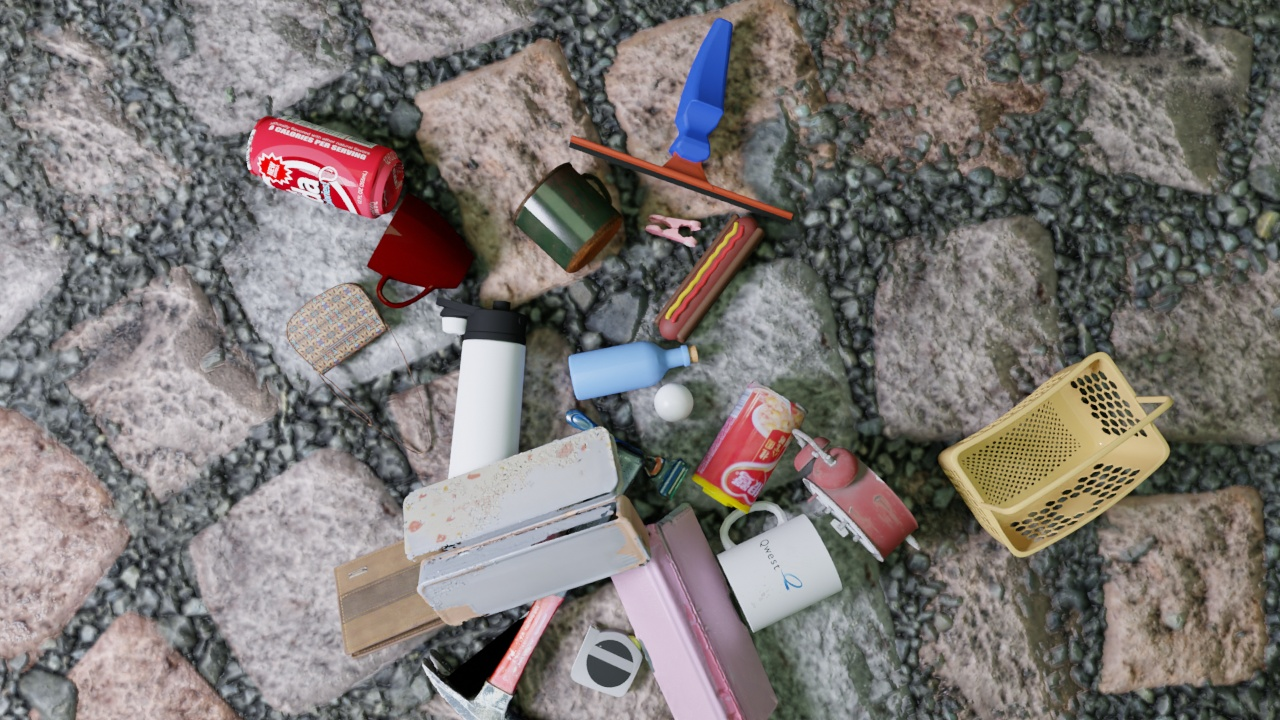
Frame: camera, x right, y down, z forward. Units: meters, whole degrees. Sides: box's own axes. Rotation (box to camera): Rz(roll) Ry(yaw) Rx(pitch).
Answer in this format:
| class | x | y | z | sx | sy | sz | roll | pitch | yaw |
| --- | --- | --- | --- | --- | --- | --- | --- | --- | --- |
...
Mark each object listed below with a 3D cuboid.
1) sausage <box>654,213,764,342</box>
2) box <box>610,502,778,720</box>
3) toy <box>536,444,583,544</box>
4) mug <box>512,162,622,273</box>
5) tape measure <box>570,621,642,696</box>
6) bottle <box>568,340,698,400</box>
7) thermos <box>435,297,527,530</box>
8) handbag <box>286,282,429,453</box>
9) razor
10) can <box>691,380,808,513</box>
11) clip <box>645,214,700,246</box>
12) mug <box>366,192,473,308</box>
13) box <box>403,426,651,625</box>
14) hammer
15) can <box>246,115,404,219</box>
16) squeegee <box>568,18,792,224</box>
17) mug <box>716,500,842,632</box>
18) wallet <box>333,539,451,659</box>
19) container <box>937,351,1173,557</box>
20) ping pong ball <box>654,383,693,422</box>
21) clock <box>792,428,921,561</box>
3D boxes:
| class | x | y | z | sx | sy | sz | roll | pitch | yaw |
| --- | --- | --- | --- | --- | --- | --- | --- | --- | --- |
| sausage | 0.072 | -0.085 | 0.955 | 0.040 | 0.040 | 0.155 | 37 | 87 | 2 |
| box | 0.061 | 0.264 | 0.926 | 0.106 | 0.100 | 0.232 | -22 | 85 | -34 |
| toy | -0.082 | 0.141 | 0.940 | 0.087 | 0.050 | 0.112 | 0 | 92 | 0 |
| mug | -0.065 | -0.151 | 0.944 | 0.081 | 0.085 | 0.110 | 44 | 52 | 1 |
| tape measure | -0.034 | 0.307 | 0.943 | 0.065 | 0.017 | 0.064 | 23 | 87 | 1 |
| bottle | -0.006 | 0.006 | 0.945 | 0.131 | 0.048 | 0.048 | -11 | 87 | -1 |
| thermos | -0.170 | 0.053 | 0.936 | 0.101 | 0.068 | 0.230 | 3 | 86 | 13 |
| handbag | -0.279 | 0.014 | 0.958 | 0.093 | 0.043 | 0.196 | -36 | 96 | -6 |
| razor | -0.017 | 0.090 | 0.955 | 0.141 | 0.018 | 0.044 | 32 | 87 | 5 |
| can | 0.110 | 0.088 | 0.931 | 0.066 | 0.067 | 0.124 | 32 | 87 | 2 |
| clip | 0.037 | -0.143 | 0.967 | 0.060 | 0.023 | 0.044 | 34 | 82 | 0 |
| mug | -0.224 | -0.100 | 0.934 | 0.088 | 0.087 | 0.113 | 29 | 70 | -16 |
| box | -0.108 | 0.156 | 0.866 | 0.217 | 0.095 | 0.115 | -19 | 123 | 9 |
| hammer | -0.095 | 0.223 | 0.908 | 0.140 | 0.036 | 0.326 | 29 | 99 | 2 |
| can | -0.321 | -0.199 | 0.943 | 0.142 | 0.074 | 0.074 | 18 | 87 | 1 |
| squeegee | 0.063 | -0.266 | 0.958 | 0.249 | 0.055 | 0.184 | 16 | 87 | -17 |
| mug | 0.131 | 0.197 | 0.925 | 0.096 | 0.083 | 0.119 | -25 | 59 | -2 |
| wallet | -0.248 | 0.234 | 0.926 | 0.121 | 0.027 | 0.098 | -22 | 58 | 0 |
| container | 0.400 | 0.093 | 0.881 | 0.183 | 0.167 | 0.129 | -34 | 87 | -3 |
| ping pong ball | 0.034 | 0.043 | 0.946 | 0.040 | 0.040 | 0.040 | 0 | 86 | 0 |
| clock | 0.198 | 0.131 | 0.901 | 0.062 | 0.110 | 0.157 | -42 | 103 | -3 |
